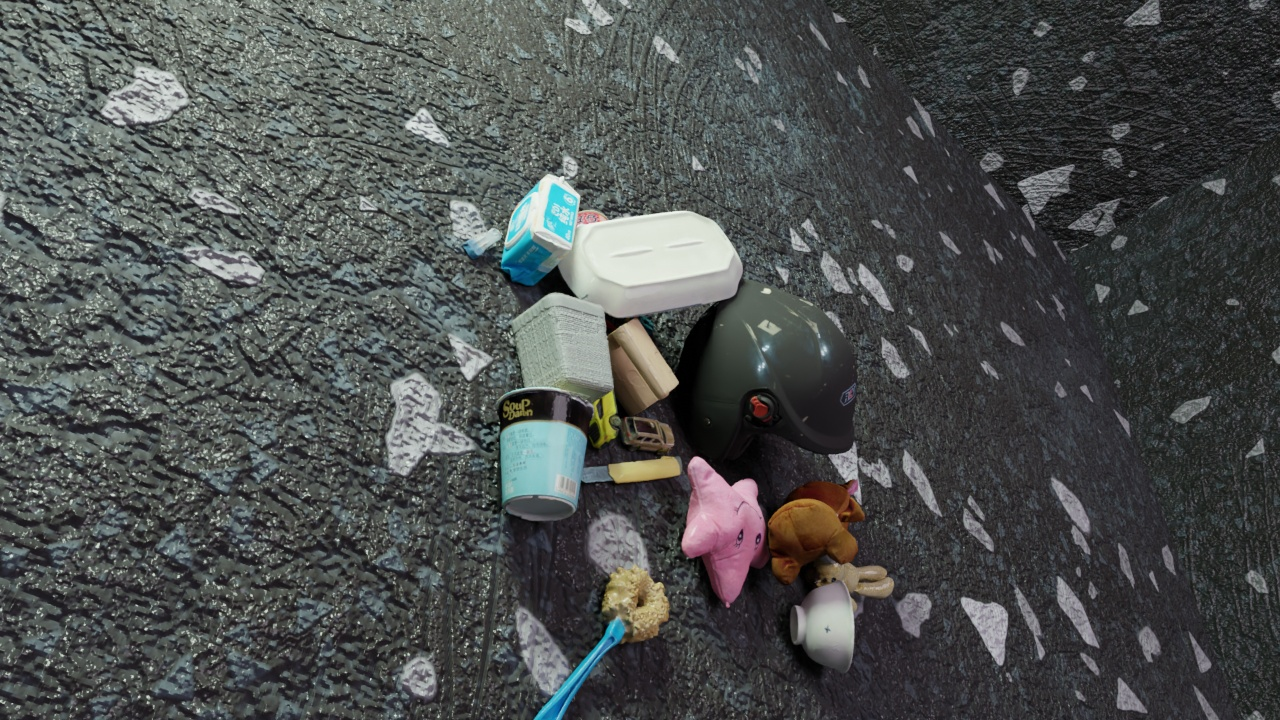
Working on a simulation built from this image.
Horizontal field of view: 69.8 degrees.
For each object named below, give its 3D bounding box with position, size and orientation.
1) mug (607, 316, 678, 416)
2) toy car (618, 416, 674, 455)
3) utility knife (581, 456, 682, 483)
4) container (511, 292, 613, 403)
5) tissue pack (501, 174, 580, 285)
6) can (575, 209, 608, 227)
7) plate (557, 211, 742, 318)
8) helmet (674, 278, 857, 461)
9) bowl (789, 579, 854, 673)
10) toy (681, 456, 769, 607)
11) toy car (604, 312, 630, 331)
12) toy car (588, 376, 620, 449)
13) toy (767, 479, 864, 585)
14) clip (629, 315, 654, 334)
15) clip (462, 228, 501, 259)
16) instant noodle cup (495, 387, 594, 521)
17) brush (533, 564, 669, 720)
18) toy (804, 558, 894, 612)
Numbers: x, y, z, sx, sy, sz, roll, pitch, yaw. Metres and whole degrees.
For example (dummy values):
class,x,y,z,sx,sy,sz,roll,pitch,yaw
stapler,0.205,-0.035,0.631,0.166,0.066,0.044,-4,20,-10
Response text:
class,x,y,z,sx,sy,sz,roll,pitch,yaw
mug,-0.007,0.007,1.170,0.084,0.125,0.103,-35,92,-12
toy car,0.011,0.096,1.187,0.090,0.035,0.042,15,52,-45
utility knife,-0.008,0.136,1.144,0.206,0.021,0.031,7,54,-55
container,-0.091,-0.005,1.103,0.090,0.090,0.114,13,55,-43
tissue pack,-0.131,-0.170,1.187,0.063,0.090,0.139,30,43,-26
can,-0.071,-0.154,1.264,0.066,0.067,0.093,28,44,-33
plate,0.020,-0.139,1.217,0.265,0.034,0.162,-11,58,-27
helmet,0.185,0.018,1.285,0.275,0.231,0.232,25,26,26
bowl,0.233,0.348,1.203,0.065,0.118,0.118,1,51,-2
toy,0.113,0.225,1.167,0.194,0.075,0.178,30,55,-47
toy car,-0.032,-0.085,1.282,0.049,0.031,0.106,35,45,-17
toy car,-0.053,0.058,1.132,0.032,0.048,0.105,11,53,-30
toy,0.239,0.225,1.240,0.130,0.140,0.199,64,17,-7
clip,-0.003,-0.058,1.313,0.056,0.014,0.040,37,39,-25
clip,-0.197,-0.147,1.154,0.025,0.033,0.057,52,39,-1
instant noodle cup,-0.107,0.106,0.992,0.111,0.111,0.120,24,55,-36
brush,-0.044,0.305,0.956,0.083,0.046,0.253,55,39,-7
toy,0.301,0.311,1.321,0.157,0.066,0.105,17,45,-33
